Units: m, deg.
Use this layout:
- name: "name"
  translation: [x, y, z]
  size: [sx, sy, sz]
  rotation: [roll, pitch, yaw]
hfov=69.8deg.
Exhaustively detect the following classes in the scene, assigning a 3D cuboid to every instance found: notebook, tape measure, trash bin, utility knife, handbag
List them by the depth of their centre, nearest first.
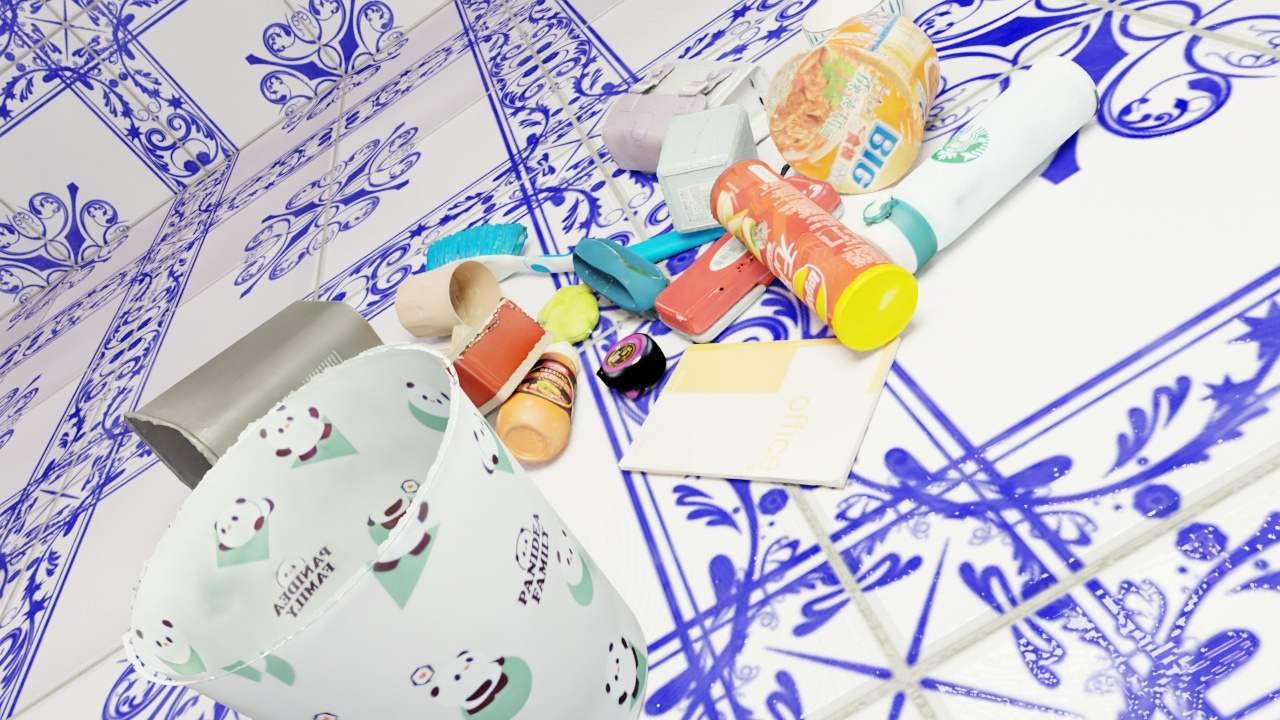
- name: "trash bin"
  translation: [-0.133, 0.155, 0.580]
  size: [0.230, 0.252, 0.229]
  rotation: [-24, 36, 19]
- name: "notebook"
  translation: [0.092, 0.037, 0.738]
  size: [0.207, 0.010, 0.145]
  rotation: [-1, 46, 41]
- name: "tape measure"
  translation: [-0.005, 0.005, 0.841]
  size: [0.058, 0.039, 0.057]
  rotation: [5, 51, 51]
- name: "utility knife"
  translation: [0.044, -0.128, 0.977]
  size: [0.186, 0.018, 0.034]
  rotation: [-17, 45, 23]
- name: "trash bin"
  translation: [-0.377, 0.062, 0.983]
  size: [0.199, 0.199, 0.219]
  rotation: [5, 45, 44]
- name: "handbag"
  translation: [0.054, -0.291, 1.105]
  size: [0.145, 0.098, 0.197]
  rotation: [-49, 35, -9]

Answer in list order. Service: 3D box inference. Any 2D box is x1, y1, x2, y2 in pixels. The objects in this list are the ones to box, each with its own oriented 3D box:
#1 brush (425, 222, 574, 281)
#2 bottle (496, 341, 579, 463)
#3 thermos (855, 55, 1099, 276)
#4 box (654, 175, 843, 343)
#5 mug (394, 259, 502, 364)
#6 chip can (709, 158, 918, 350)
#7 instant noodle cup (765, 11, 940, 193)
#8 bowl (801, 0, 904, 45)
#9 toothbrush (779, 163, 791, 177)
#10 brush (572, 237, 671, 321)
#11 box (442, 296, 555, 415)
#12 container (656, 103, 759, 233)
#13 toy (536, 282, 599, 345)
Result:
- name: "brush"
  translation: [-0.153, -0.128, 1.130]
  size: [0.315, 0.060, 0.109]
  rotation: [-12, 46, 29]
- name: "bottle"
  translation: [-0.089, 0.030, 0.872]
  size: [0.067, 0.067, 0.149]
  rotation: [-19, 30, 24]
- name: "thermos"
  translation: [0.272, -0.157, 0.757]
  size: [0.224, 0.073, 0.073]
  rotation: [-41, 34, -7]
- name: "box"
  translation: [0.103, -0.097, 0.875]
  size: [0.201, 0.047, 0.087]
  rotation: [-44, 33, -11]
- name: "mug"
  translation: [-0.232, -0.052, 1.092]
  size: [0.104, 0.084, 0.124]
  rotation: [-7, 70, 38]
- name: "chip can"
  translation: [0.134, -0.095, 0.757]
  size: [0.073, 0.073, 0.216]
  rotation: [-36, 43, 0]
- name: "instant noodle cup"
  translation: [0.209, -0.252, 0.872]
  size: [0.152, 0.151, 0.111]
  rotation: [-2, 38, 41]
- name: "bowl"
  translation: [0.252, -0.387, 1.061]
  size: [0.117, 0.066, 0.116]
  rotation: [-24, 34, 18]
- name: "toothbrush"
  translation: [0.162, -0.212, 0.956]
  size: [0.189, 0.016, 0.014]
  rotation: [-48, 5, -31]
- name: "brush"
  translation: [-0.025, -0.091, 0.933]
  size: [0.055, 0.073, 0.144]
  rotation: [-52, 44, -1]
- name: "box"
  translation: [-0.157, -0.001, 0.894]
  size: [0.091, 0.077, 0.169]
  rotation: [-55, 12, -25]
- name: "container"
  translation: [0.070, -0.196, 0.954]
  size: [0.090, 0.090, 0.111]
  rotation: [-7, 37, 20]
- name: "toy"
  translation: [-0.077, -0.049, 0.978]
  size: [0.096, 0.031, 0.100]
  rotation: [-46, 34, -18]
